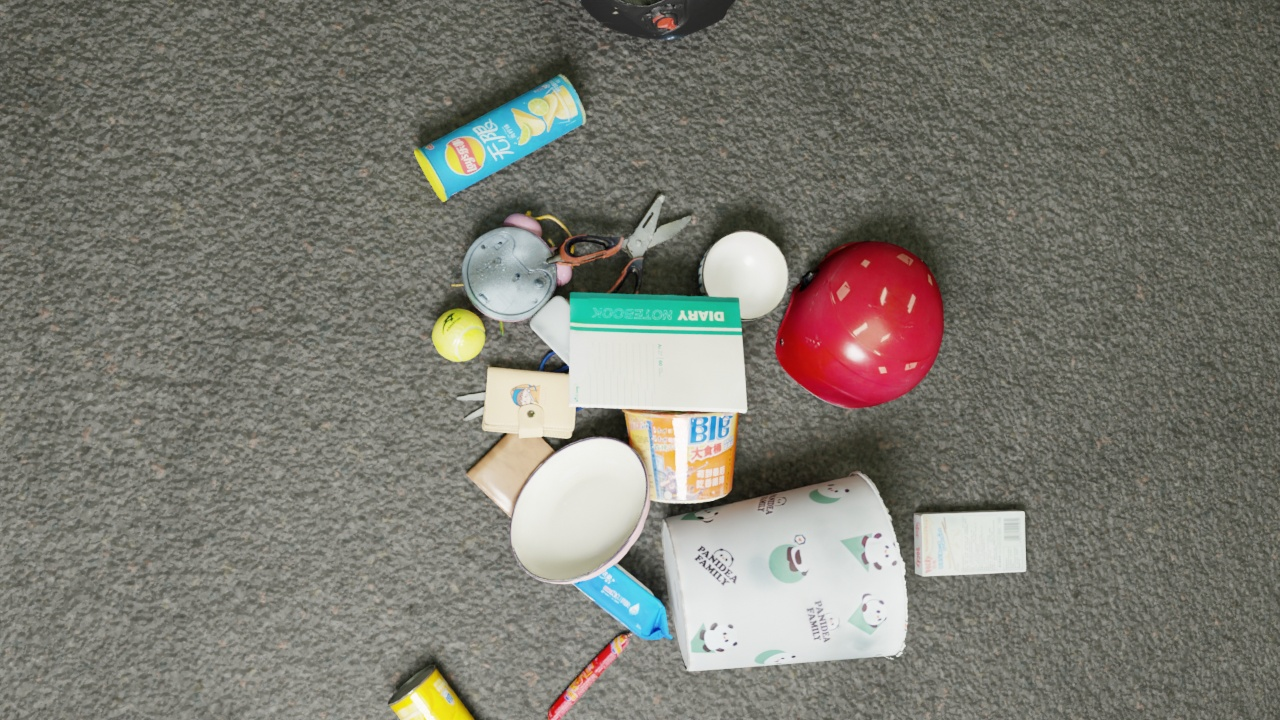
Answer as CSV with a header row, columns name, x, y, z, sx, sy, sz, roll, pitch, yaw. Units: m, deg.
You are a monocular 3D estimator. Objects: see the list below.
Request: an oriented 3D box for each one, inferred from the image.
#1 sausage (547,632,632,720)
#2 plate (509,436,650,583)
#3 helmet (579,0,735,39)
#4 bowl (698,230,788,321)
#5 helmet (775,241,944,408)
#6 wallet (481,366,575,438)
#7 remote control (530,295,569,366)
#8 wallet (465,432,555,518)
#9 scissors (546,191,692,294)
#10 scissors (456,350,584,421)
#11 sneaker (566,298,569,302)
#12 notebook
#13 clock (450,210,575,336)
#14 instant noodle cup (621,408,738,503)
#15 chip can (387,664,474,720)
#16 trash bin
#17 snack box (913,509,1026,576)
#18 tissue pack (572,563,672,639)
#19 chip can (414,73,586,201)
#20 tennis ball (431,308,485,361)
name,x,y,z,sx,sy,sz,roll,pitch,yaw
sausage,-0.066,0.403,1.170,0.020,0.020,0.155,45,81,-5
plate,-0.068,0.183,1.100,0.192,0.192,0.039,-48,133,-9
helmet,0.017,-0.507,1.119,0.274,0.230,0.233,-22,77,-11
bowl,0.128,-0.107,1.203,0.116,0.066,0.116,0,88,-11
helmet,0.306,-0.055,1.196,0.207,0.144,0.240,26,82,-6
wallet,-0.139,0.055,1.155,0.115,0.024,0.087,5,81,-8
remote control,-0.074,-0.019,1.110,0.056,0.020,0.136,-45,72,-4
wallet,-0.147,0.149,1.168,0.101,0.020,0.115,-44,98,-10
scissors,-0.020,-0.136,1.163,0.223,0.015,0.188,-3,66,-20
scissors,-0.143,0.048,1.176,0.144,0.012,0.170,43,83,-5
sneaker,-0.007,0.007,1.154,0.241,0.118,0.088,26,101,11
notebook,0.020,-0.011,1.088,0.209,0.012,0.150,2,66,-7
clock,-0.152,-0.119,1.158,0.158,0.060,0.117,-45,94,-7
instant noodle cup,0.053,0.109,1.145,0.151,0.151,0.111,-3,96,-10
chip can,-0.216,0.476,1.115,0.072,0.072,0.213,-36,93,-10
trash bin,0.164,0.265,1.122,0.252,0.229,0.229,-7,89,-5
snack box,0.454,0.250,1.264,0.156,0.027,0.084,0,88,-10
tissue pack,-0.028,0.290,1.144,0.157,0.095,0.052,40,76,-6
chip can,-0.175,-0.281,1.155,0.210,0.071,0.071,-31,93,-10
tennis ball,-0.225,-0.031,1.138,0.065,0.065,0.065,0,87,-10
